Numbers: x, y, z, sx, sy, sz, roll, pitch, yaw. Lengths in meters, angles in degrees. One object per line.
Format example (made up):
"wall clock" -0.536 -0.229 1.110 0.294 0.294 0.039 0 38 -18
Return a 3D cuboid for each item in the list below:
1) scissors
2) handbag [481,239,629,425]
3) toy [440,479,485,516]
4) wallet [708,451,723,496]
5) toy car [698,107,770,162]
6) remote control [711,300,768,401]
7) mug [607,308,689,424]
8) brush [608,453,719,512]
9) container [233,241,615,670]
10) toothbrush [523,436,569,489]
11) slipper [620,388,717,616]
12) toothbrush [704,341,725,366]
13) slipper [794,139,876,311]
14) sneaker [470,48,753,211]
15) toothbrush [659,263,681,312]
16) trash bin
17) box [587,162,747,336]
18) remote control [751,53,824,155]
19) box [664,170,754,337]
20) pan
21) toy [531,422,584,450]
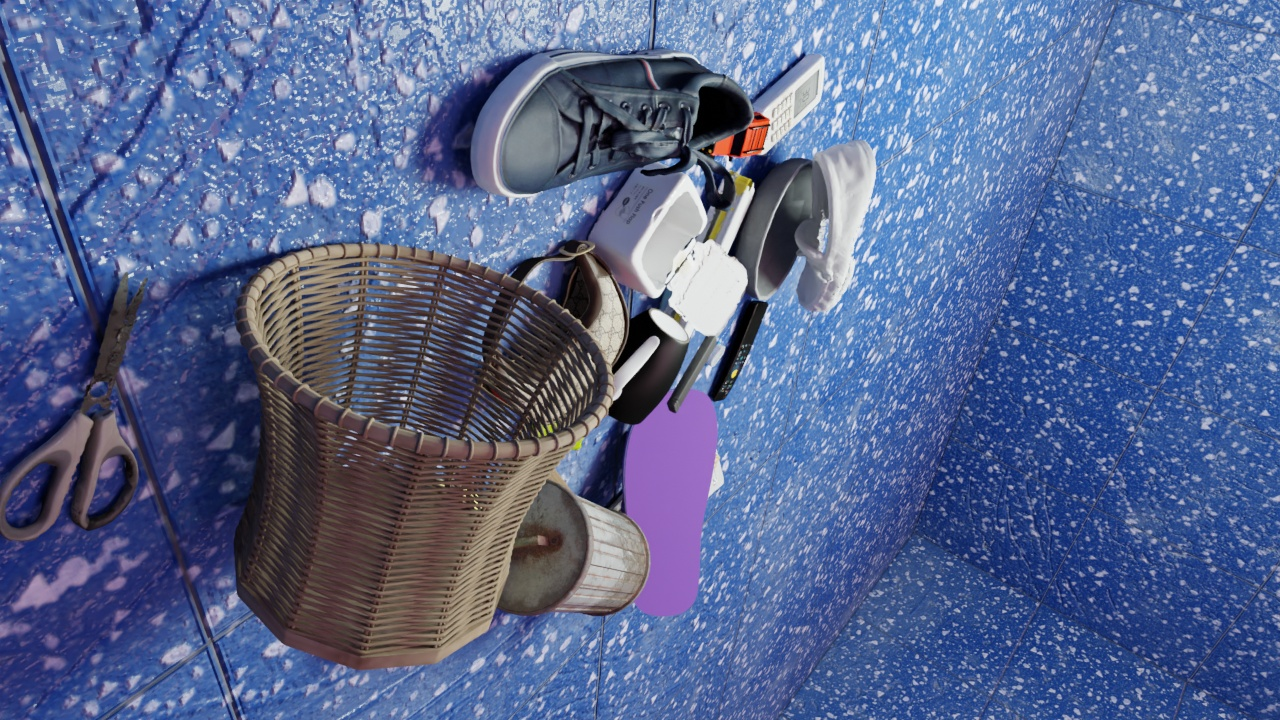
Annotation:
"scissors" -0.312 0.030 0.507 0.131 0.012 0.170 -37 148 -43
"handbag" -0.077 -0.030 0.824 0.166 0.063 0.138 -49 142 -24
"toy" -0.191 0.183 0.813 0.154 0.065 0.170 6 107 -42
"wallet" 0.071 0.176 1.312 0.116 0.032 0.086 -38 134 -35
"toy car" 0.093 -0.232 0.936 0.100 0.049 0.051 -26 137 -49
"remote control" 0.133 -0.013 1.251 0.041 0.020 0.152 -7 122 -59
"mug" -0.005 0.005 0.908 0.100 0.085 0.118 -51 177 21
"brush" 0.002 0.199 1.178 0.270 0.057 0.083 -43 149 -33
"container" -0.156 0.062 0.603 0.226 0.227 0.197 -21 139 -53
"toothbrush" -0.095 0.121 0.978 0.016 0.016 0.167 -51 152 -18
"slipper" 0.026 0.164 1.106 0.084 0.107 0.266 -171 -96 -80
"toothbrush" 0.057 0.042 1.174 0.166 0.014 0.016 -53 152 -16
"slipper" 0.226 -0.154 1.118 0.247 0.074 0.112 91 0 -50
"sneaker" -0.003 -0.180 0.737 0.293 0.127 0.121 -29 138 -44
"toothbrush" 0.036 -0.082 1.015 0.022 0.016 0.155 -109 -149 -62
"trash bin" -0.080 0.200 0.954 0.130 0.131 0.211 -59 155 -5
"box" 0.029 -0.107 0.913 0.110 0.083 0.190 -56 136 -8
"remote control" 0.164 -0.289 1.033 0.138 0.025 0.060 -46 149 -29
"box" 0.073 -0.106 1.015 0.209 0.033 0.064 -66 167 -1
"pan" 0.118 -0.091 1.086 0.356 0.041 0.179 -59 158 -20
"toy" -0.078 0.055 0.924 0.093 0.036 0.094 -20 126 -46
